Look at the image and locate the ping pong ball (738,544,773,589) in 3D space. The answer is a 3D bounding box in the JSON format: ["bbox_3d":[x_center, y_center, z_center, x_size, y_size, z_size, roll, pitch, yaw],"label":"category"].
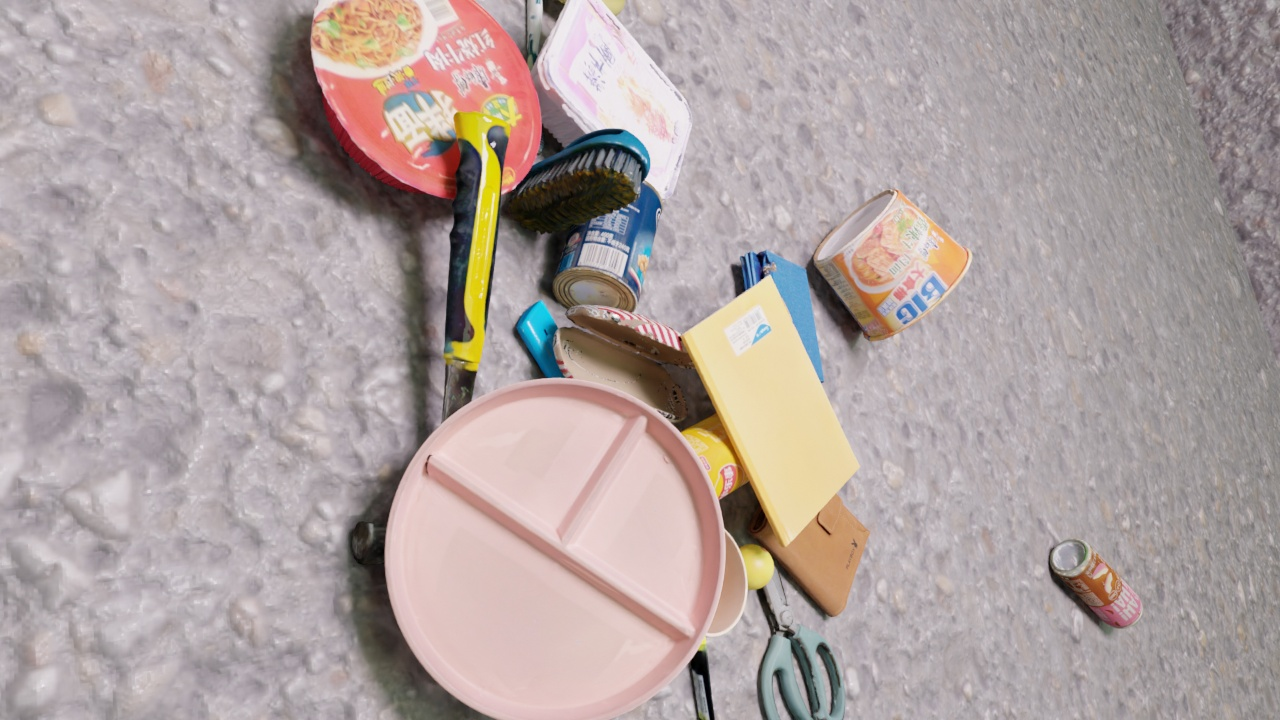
[{"bbox_3d":[0.100,0.186,0.826,0.040,0.040,0.040,16,64,-37],"label":"ping pong ball"}]

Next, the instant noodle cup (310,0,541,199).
[{"bbox_3d":[-0.172,-0.203,0.714,0.193,0.066,0.193,16,65,-38],"label":"instant noodle cup"}]

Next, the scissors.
[{"bbox_3d":[0.156,0.267,0.861,0.129,0.019,0.185,13,68,-39],"label":"scissors"}]

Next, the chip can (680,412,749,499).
[{"bbox_3d":[0.089,0.075,0.838,0.212,0.072,0.072,-24,91,-44],"label":"chip can"}]

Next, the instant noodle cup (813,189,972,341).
[{"bbox_3d":[0.274,-0.112,1.029,0.111,0.152,0.151,46,49,-9],"label":"instant noodle cup"}]

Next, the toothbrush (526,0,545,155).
[{"bbox_3d":[-0.096,-0.272,0.843,0.018,0.016,0.191,20,62,-47],"label":"toothbrush"}]

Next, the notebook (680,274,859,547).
[{"bbox_3d":[0.122,0.041,0.820,0.145,0.010,0.206,-34,102,-43],"label":"notebook"}]

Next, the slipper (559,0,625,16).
[{"bbox_3d":[-0.079,-0.402,0.853,0.190,0.082,0.091,35,39,-22],"label":"slipper"}]

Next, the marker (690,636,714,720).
[{"bbox_3d":[0.051,0.257,0.772,0.015,0.018,0.124,3,73,-36],"label":"marker"}]

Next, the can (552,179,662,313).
[{"bbox_3d":[-0.028,-0.098,0.795,0.075,0.075,0.111,32,56,-29],"label":"can"}]

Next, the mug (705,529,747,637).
[{"bbox_3d":[0.019,0.160,0.718,0.081,0.106,0.114,28,57,-32],"label":"mug"}]

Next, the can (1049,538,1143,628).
[{"bbox_3d":[0.610,0.299,1.226,0.147,0.058,0.057,41,51,-23],"label":"can"}]

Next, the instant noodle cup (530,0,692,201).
[{"bbox_3d":[-0.034,-0.232,0.840,0.173,0.060,0.137,40,50,-32],"label":"instant noodle cup"}]

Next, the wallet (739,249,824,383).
[{"bbox_3d":[0.149,-0.042,0.958,0.106,0.040,0.133,11,66,-48],"label":"wallet"}]

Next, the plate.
[{"bbox_3d":[-0.054,0.126,0.620,0.229,0.028,0.229,3,77,-15],"label":"plate"}]

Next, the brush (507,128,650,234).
[{"bbox_3d":[-0.048,-0.153,0.750,0.055,0.144,0.073,39,58,-33],"label":"brush"}]

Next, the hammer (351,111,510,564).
[{"bbox_3d":[-0.125,-0.017,0.659,0.126,0.032,0.323,10,82,-41],"label":"hammer"}]

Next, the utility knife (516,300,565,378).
[{"bbox_3d":[-0.054,0.026,0.765,0.034,0.018,0.159,-38,102,-44],"label":"utility knife"}]

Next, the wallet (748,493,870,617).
[{"bbox_3d":[0.169,0.170,0.903,0.132,0.031,0.107,48,51,-19],"label":"wallet"}]

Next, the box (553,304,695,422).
[{"bbox_3d":[-0.008,0.009,0.778,0.162,0.076,0.087,20,83,-48],"label":"box"}]
